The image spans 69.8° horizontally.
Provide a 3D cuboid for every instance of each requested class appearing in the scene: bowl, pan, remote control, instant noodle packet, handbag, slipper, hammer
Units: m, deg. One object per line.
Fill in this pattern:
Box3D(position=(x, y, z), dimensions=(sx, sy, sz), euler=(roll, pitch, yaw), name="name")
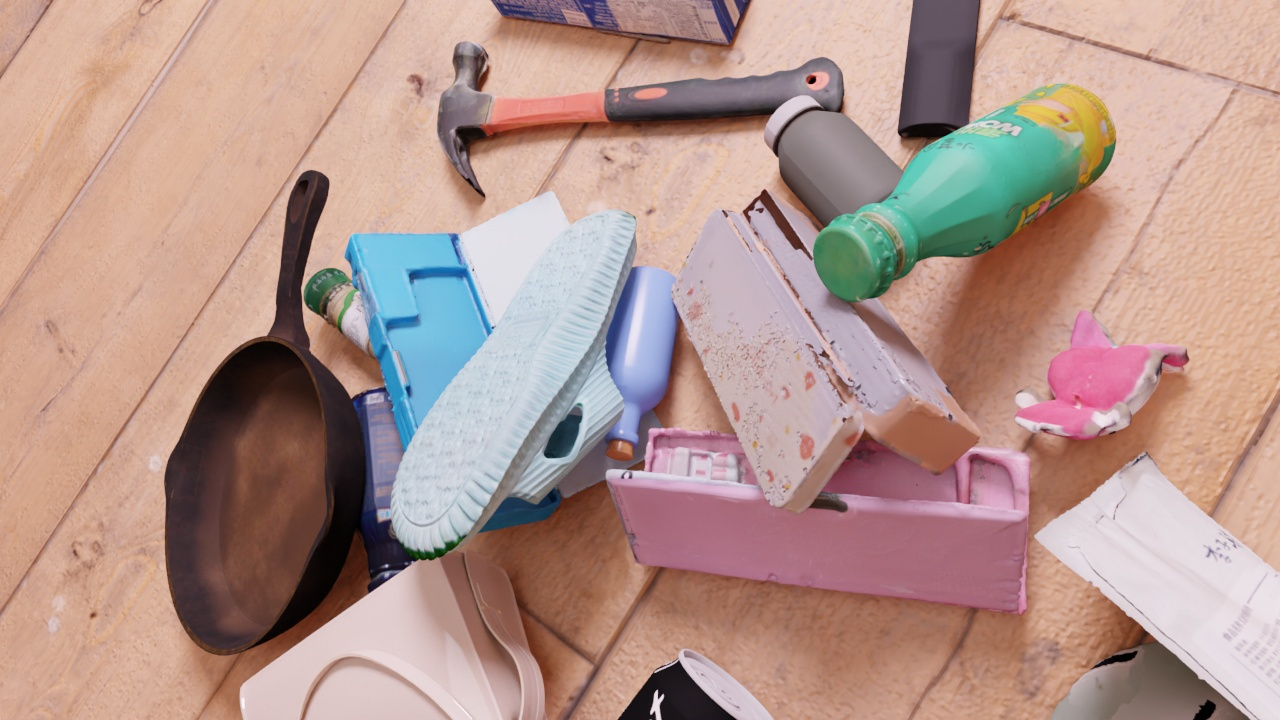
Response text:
Box3D(position=(0.279, 0.219, 0.430), dimensions=(0.174, 0.068, 0.174), euler=(-7, 69, 18), name="bowl")
Box3D(position=(-0.267, 0.034, 0.685), dimensions=(0.249, 0.043, 0.355), euler=(4, 82, 41), name="pan")
Box3D(position=(0.206, -0.219, 0.629), dimensions=(0.045, 0.021, 0.140), euler=(4, 74, 22), name="remote control")
Box3D(position=(0.310, 0.159, 0.411), dimensions=(0.269, 0.146, 0.057), euler=(47, 128, 27), name="instant noodle packet")
Box3D(position=(-0.139, 0.247, 0.561), dimensions=(0.195, 0.101, 0.197), euler=(-35, 56, 11), name="handbag")
Box3D(position=(-0.064, 0.013, 0.582), dimensions=(0.116, 0.069, 0.275), euler=(-7, 46, 42), name="slipper")
Box3D(position=(-0.011, -0.198, 0.707), dimensions=(0.334, 0.033, 0.133), euler=(1, 72, 22), name="hammer")

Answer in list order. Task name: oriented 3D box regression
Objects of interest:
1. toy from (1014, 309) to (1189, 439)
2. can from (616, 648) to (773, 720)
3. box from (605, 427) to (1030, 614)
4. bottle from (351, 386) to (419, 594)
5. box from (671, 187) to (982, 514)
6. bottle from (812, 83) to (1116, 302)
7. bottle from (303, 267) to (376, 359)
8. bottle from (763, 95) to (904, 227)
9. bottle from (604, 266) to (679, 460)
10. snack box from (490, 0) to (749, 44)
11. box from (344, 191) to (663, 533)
Box3D(position=(0.254, 0.020, 0.517), dimensions=(0.102, 0.050, 0.065), euler=(-37, 37, -24), name="toy")
Box3D(position=(0.007, 0.246, 0.524), dimensions=(0.080, 0.080, 0.146), euler=(37, 89, 28), name="can")
Box3D(position=(0.098, 0.088, 0.525), dimensions=(0.233, 0.098, 0.099), euler=(4, 82, 23), name="box")
Box3D(position=(-0.180, 0.100, 0.662), dimensions=(0.056, 0.056, 0.160), euler=(-18, 68, 16), name="bottle")
Box3D(position=(0.103, -0.014, 0.535), dimensions=(0.216, 0.107, 0.095), euler=(-111, 32, -50), name="box")
Box3D(position=(0.181, -0.093, 0.514), dimensions=(0.209, 0.068, 0.068), euler=(-30, 58, -28), name="bottle")
Box3D(position=(-0.221, -0.032, 0.731), dimensions=(0.110, 0.042, 0.042), euler=(34, 87, 27), name="bottle")
Box3D(position=(0.130, -0.125, 0.607), dimensions=(0.060, 0.060, 0.108), euler=(-38, 63, 7), name="bottle")
Box3D(position=(-0.004, 0.004, 0.615), dimensions=(0.048, 0.048, 0.131), euler=(0, 64, 22), name="bottle")
Box3D(position=(-0.026, -0.303, 0.732), dimensions=(0.227, 0.059, 0.059), euler=(18, 76, 26), name="snack box")
Box3D(position=(-0.103, -0.002, 0.672), dimensions=(0.174, 0.064, 0.243), euler=(-17, 64, -16), name="box")
